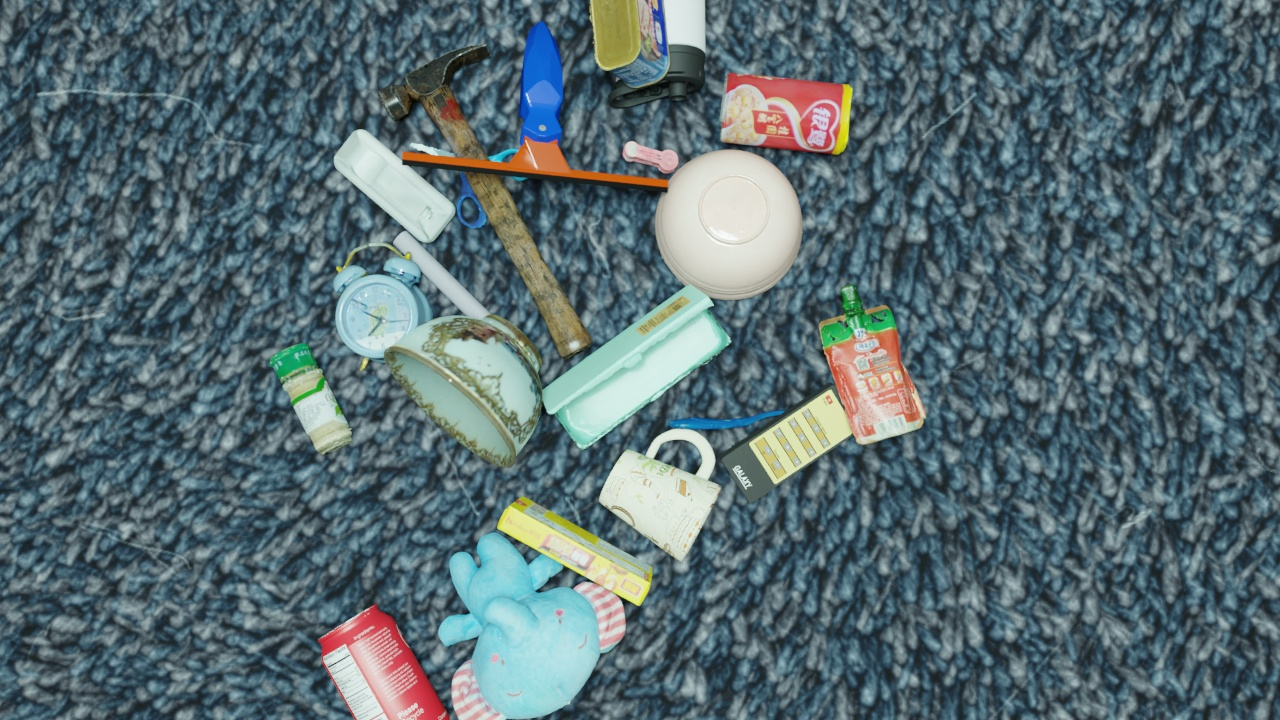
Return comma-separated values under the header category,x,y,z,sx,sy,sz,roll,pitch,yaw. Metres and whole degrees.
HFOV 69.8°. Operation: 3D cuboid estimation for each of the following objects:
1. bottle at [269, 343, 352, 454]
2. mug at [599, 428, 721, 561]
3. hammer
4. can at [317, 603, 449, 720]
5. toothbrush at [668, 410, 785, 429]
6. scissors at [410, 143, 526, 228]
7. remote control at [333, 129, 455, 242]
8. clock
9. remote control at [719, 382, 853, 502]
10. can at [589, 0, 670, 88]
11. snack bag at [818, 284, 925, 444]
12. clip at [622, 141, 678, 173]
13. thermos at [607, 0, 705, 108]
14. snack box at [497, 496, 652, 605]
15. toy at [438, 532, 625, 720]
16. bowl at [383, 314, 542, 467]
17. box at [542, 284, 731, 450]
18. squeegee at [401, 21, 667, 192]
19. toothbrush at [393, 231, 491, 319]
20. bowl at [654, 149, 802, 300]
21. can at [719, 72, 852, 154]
category,x,y,z,sx,sy,sz,roll,pitch,yaw
bottle,-0.327,0.039,0.913,0.042,0.042,0.110,-28,87,0
mug,0.026,0.118,0.891,0.097,0.081,0.121,28,67,10
hammer,-0.132,-0.155,0.904,0.120,0.033,0.330,-30,83,0
can,-0.246,0.313,0.882,0.074,0.074,0.142,-31,87,0
toothbrush,0.094,0.061,0.910,0.132,0.021,0.016,-5,91,-2
scissors,-0.180,-0.191,0.932,0.130,0.014,0.117,21,90,2
remote control,-0.250,-0.176,0.926,0.133,0.022,0.050,40,96,4
clock,-0.257,-0.055,0.910,0.089,0.051,0.124,-10,87,3
remote control,0.147,0.081,0.902,0.133,0.013,0.058,-34,103,0
can,-0.011,-0.313,0.857,0.054,0.059,0.099,-8,86,28
snack bag,0.224,0.000,0.896,0.087,0.044,0.155,-15,86,-18
clip,0.009,-0.206,0.917,0.060,0.043,0.023,15,91,16
thermos,0.015,-0.372,0.911,0.101,0.068,0.230,-2,88,15
snack box,-0.060,0.181,0.881,0.152,0.075,0.025,28,90,3
toy,-0.116,0.246,0.871,0.183,0.115,0.180,-32,75,-10
bowl,-0.150,0.014,0.864,0.160,0.160,0.093,40,66,3
box,-0.006,0.004,0.880,0.188,0.091,0.077,-35,86,0
squeegee,-0.097,-0.258,0.890,0.249,0.055,0.184,4,61,-13
toothbrush,-0.177,-0.059,0.924,0.188,0.018,0.019,44,100,3
bowl,0.088,-0.138,0.890,0.153,0.076,0.153,0,87,1
can,0.140,-0.241,0.897,0.124,0.066,0.066,7,88,2
